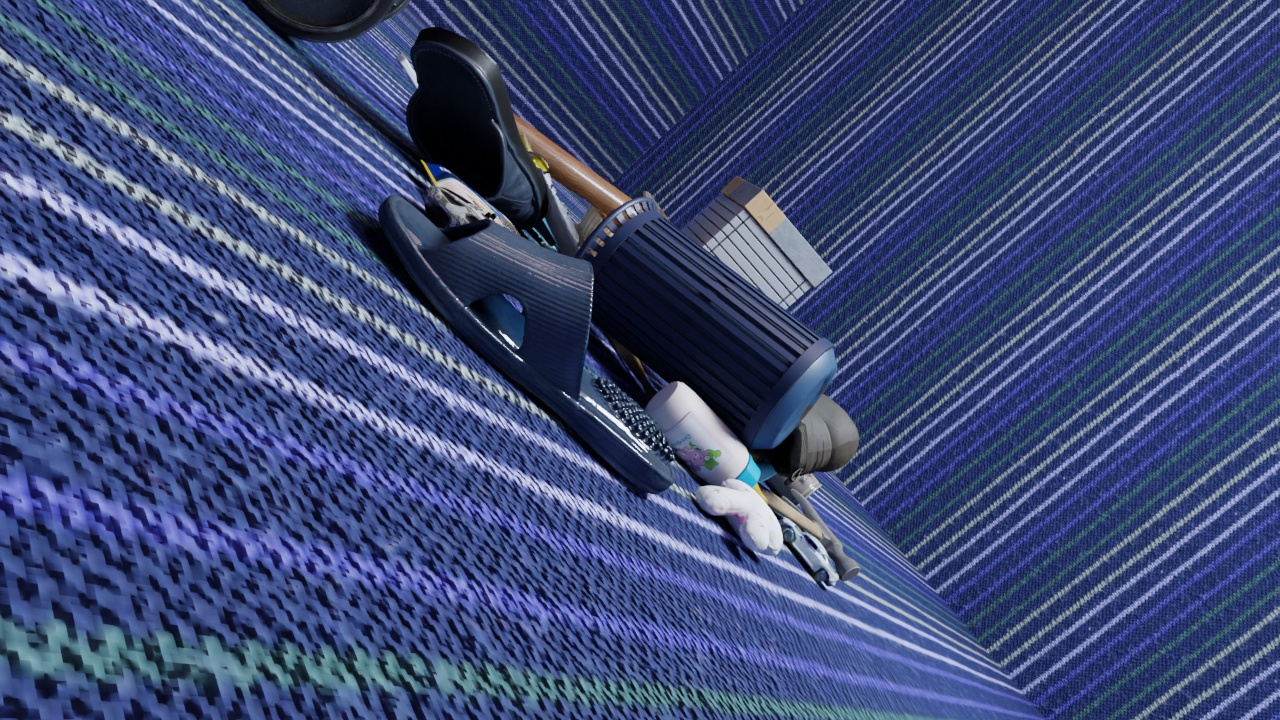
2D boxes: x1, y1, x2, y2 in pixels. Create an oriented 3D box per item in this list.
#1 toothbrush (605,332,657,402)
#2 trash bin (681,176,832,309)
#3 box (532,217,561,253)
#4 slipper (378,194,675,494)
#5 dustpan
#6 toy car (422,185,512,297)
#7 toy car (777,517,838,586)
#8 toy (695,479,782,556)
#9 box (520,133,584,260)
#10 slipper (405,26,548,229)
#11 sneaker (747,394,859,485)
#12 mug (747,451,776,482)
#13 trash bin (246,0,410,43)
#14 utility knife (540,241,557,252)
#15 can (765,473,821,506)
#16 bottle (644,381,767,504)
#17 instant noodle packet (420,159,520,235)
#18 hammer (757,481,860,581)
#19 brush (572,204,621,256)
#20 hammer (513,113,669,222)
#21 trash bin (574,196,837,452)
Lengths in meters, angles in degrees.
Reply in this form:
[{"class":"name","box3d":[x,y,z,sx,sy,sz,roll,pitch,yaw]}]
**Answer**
[{"class":"toothbrush","box3d":[-0.006,0.006,0.972,0.016,0.016,0.166,42,10,-39]},{"class":"trash bin","box3d":[0.098,-0.101,1.229,0.142,0.247,0.142,46,8,-18]},{"class":"box","box3d":[-0.096,-0.154,1.249,0.174,0.033,0.231,44,8,-17]},{"class":"slipper","box3d":[-0.050,-0.023,0.592,0.263,0.082,0.101,46,5,-20]},{"class":"dustpan","box3d":[-0.192,-0.240,1.011,0.163,0.033,0.258,46,-9,34]},{"class":"toy car","box3d":[-0.120,-0.091,0.704,0.113,0.040,0.048,48,8,-1]},{"class":"toy car","box3d":[0.178,0.200,0.974,0.089,0.027,0.038,50,9,21]},{"class":"toy","box3d":[0.092,0.133,0.778,0.076,0.037,0.125,47,7,22]},{"class":"box","box3d":[-0.084,-0.143,1.008,0.210,0.034,0.129,67,-8,-31]},{"class":"slipper","box3d":[-0.164,-0.187,0.861,0.109,0.083,0.266,23,-19,14]},{"class":"sneaker","box3d":[0.112,0.047,1.008,0.142,0.101,0.238,-25,64,-38]},{"class":"mug","box3d":[0.133,0.089,1.118,0.107,0.083,0.113,49,-4,29]},{"class":"trash bin","box3d":[-0.280,-0.376,0.832,0.164,0.164,0.227,44,11,-26]},{"class":"utility knife","box3d":[-0.092,-0.104,1.055,0.022,0.015,0.116,54,3,-40]},{"class":"can","box3d":[0.179,0.133,1.237,0.135,0.054,0.054,50,7,15]},{"class":"bottle","box3d":[0.067,0.084,0.832,0.146,0.051,0.051,46,7,-13]},{"class":"instant noodle packet","box3d":[-0.136,-0.117,0.809,0.087,0.026,0.134,56,11,33]},{"class":"hammer","box3d":[0.152,0.165,1.046,0.331,0.031,0.119,35,16,-48]},{"class":"brush","box3d":[-0.015,-0.099,1.102,0.083,0.057,0.271,34,19,-42]},{"class":"hammer","box3d":[-0.084,-0.228,1.099,0.300,0.037,0.157,31,21,-28]},{"class":"trash bin","box3d":[0.060,-0.031,0.890,0.249,0.139,0.139,39,5,16]}]
